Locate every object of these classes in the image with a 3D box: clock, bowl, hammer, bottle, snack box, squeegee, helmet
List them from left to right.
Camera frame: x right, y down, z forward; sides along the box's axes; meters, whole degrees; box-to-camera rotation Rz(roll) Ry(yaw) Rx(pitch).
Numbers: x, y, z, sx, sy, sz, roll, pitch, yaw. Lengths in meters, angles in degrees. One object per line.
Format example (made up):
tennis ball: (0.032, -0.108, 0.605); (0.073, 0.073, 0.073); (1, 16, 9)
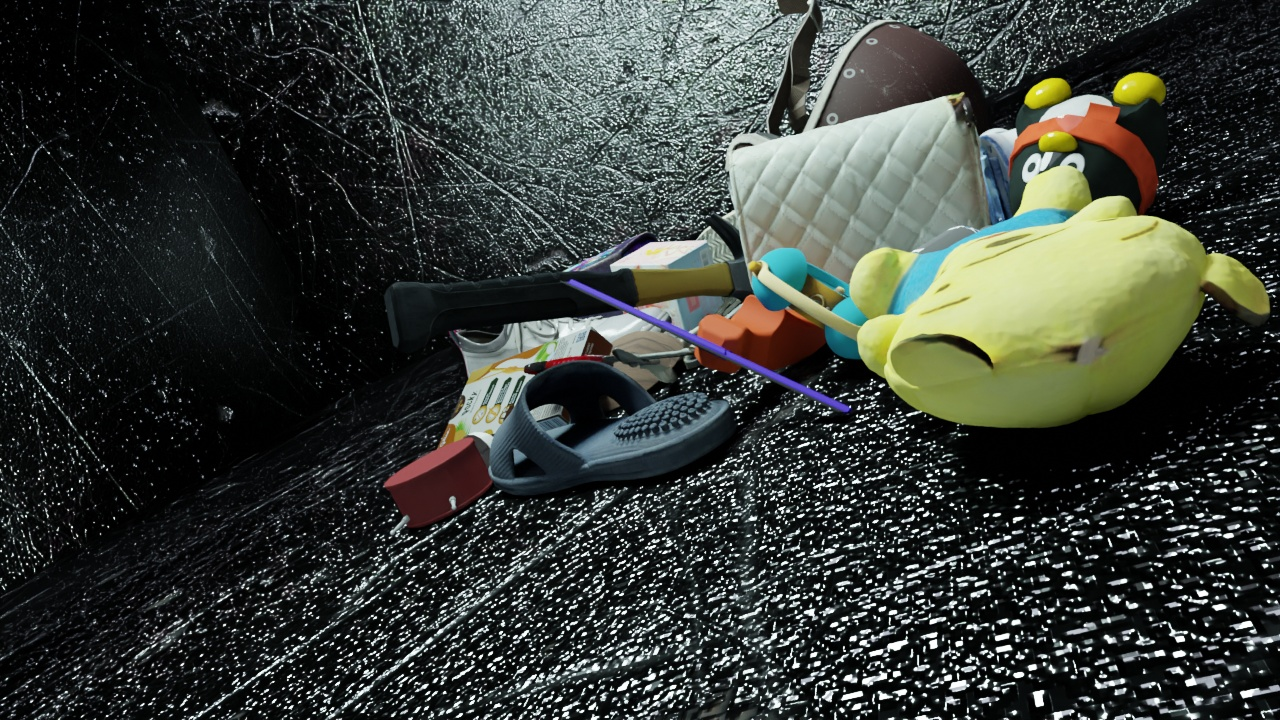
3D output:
clock: (-0.168, 0.101, 0.792); (0.087, 0.044, 0.124); (-23, 9, 17)
snack box: (-0.115, 0.038, 0.894); (0.186, 0.031, 0.100); (-18, 42, 41)
hammer: (-0.032, -0.053, 0.717); (0.332, 0.118, 0.025); (-8, -8, -32)
bowl: (-0.017, 0.003, 0.891); (0.119, 0.032, 0.119); (-31, 18, 11)
snack box: (0.032, -0.084, 1.078); (0.095, 0.093, 0.079); (6, 30, 44)
squeegee: (0.091, -0.018, 0.663); (0.184, 0.055, 0.250); (-15, 31, -42)
clock: (0.125, -0.038, 0.615); (0.044, 0.099, 0.129); (-60, -20, 16)
helmet: (0.201, -0.209, 0.875); (0.254, 0.234, 0.232); (12, 39, 40)
bottle: (0.221, -0.067, 0.658); (0.112, 0.047, 0.047); (-30, 10, -25)
clock: (0.304, -0.147, 0.747); (0.052, 0.089, 0.125); (-20, 11, 6)

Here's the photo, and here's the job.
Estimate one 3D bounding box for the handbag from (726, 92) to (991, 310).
handbag: (0.175, -0.123, 0.737); (0.195, 0.139, 0.072); (-10, 11, 13)

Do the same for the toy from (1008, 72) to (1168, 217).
toy: (0.294, -0.121, 0.619); (0.098, 0.100, 0.119); (14, 60, 46)

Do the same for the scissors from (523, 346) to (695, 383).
scissors: (-0.009, 0.004, 0.759); (0.200, 0.015, 0.179); (-5, -10, 41)

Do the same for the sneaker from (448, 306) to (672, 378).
sneaker: (-0.094, -0.024, 1.042); (0.263, 0.129, 0.096); (-21, 11, 17)

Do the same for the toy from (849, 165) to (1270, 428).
toy: (0.176, -0.025, 0.427); (0.149, 0.084, 0.213); (-26, 11, 11)

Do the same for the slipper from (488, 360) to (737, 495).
slipper: (-0.037, 0.038, 0.668); (0.101, 0.082, 0.264); (-30, 10, -36)

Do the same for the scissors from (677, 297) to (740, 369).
scissors: (0.070, -0.031, 0.920); (0.163, 0.012, 0.153); (-29, 18, -5)

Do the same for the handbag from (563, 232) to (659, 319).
handbag: (-0.057, -0.076, 1.243); (0.205, 0.125, 0.221); (-24, 8, 14)

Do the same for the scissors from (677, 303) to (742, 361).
scissors: (0.074, -0.032, 0.977); (0.164, 0.014, 0.142); (-31, 13, -22)

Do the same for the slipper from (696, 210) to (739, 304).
slipper: (0.171, -0.147, 1.062); (0.264, 0.115, 0.052); (-27, 18, 31)
